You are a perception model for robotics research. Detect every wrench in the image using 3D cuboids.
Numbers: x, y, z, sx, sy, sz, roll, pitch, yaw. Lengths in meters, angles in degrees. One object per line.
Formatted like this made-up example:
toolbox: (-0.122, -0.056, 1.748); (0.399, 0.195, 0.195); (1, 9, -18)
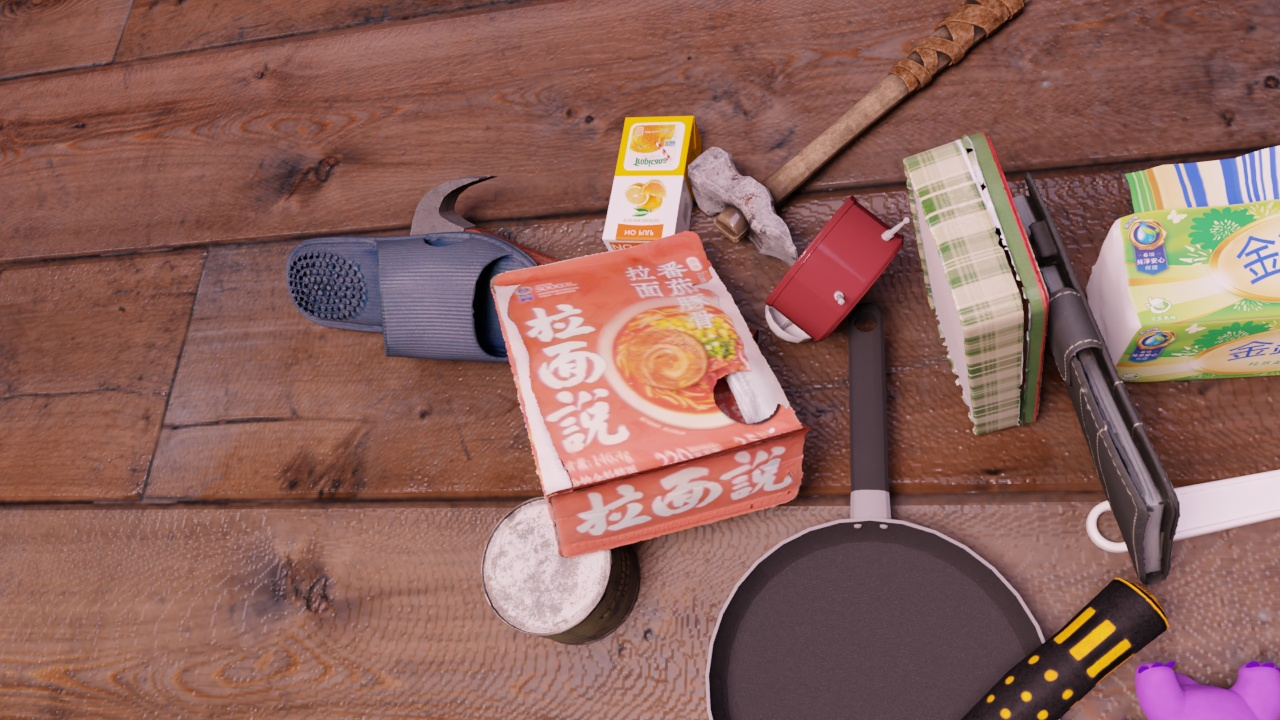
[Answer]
wrench: (0.415, 0.076, 0.558); (0.273, 0.018, 0.066); (-14, 65, 10)

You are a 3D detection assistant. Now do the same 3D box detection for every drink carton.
drink carton: (0.011, -0.136, 0.746); (0.059, 0.040, 0.122); (3, 68, 17)

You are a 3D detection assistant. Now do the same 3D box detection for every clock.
clock: (0.131, -0.059, 0.630); (0.048, 0.138, 0.096); (39, 81, 5)

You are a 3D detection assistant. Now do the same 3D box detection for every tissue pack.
tissue pack: (0.390, -0.071, 0.578); (0.198, 0.120, 0.141); (-1, 68, 8)

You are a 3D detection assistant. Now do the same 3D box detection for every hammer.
hammer: (-0.050, -0.062, 0.720); (0.301, 0.028, 0.111); (22, 112, 16)
hammer: (0.184, -0.200, 0.723); (0.318, 0.049, 0.121); (-41, 57, -8)
hammer: (0.162, 0.235, 0.504); (0.320, 0.036, 0.123); (-39, 65, -1)

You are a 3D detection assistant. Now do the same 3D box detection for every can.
can: (-0.053, 0.145, 0.624); (0.090, 0.074, 0.089); (-6, 67, 14)

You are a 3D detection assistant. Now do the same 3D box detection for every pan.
pan: (0.149, 0.131, 0.591); (0.204, 0.044, 0.355); (-2, 67, 15)

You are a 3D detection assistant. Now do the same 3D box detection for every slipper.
slipper: (-0.192, -0.052, 0.723); (0.264, 0.082, 0.101); (9, 107, 23)

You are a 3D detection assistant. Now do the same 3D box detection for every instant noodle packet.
instant noodle packet: (-0.004, 0.004, 0.622); (0.164, 0.084, 0.220); (-14, 51, -8)

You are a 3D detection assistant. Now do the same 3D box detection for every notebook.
notebook: (0.261, 0.012, 0.535); (0.029, 0.169, 0.208); (-22, 57, 20)

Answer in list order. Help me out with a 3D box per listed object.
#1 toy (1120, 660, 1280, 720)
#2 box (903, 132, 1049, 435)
toy: (0.313, 0.213, 0.506); (0.106, 0.056, 0.088); (-2, 70, 7)
box: (0.207, -0.036, 0.558); (0.050, 0.205, 0.117); (-19, 62, 15)
